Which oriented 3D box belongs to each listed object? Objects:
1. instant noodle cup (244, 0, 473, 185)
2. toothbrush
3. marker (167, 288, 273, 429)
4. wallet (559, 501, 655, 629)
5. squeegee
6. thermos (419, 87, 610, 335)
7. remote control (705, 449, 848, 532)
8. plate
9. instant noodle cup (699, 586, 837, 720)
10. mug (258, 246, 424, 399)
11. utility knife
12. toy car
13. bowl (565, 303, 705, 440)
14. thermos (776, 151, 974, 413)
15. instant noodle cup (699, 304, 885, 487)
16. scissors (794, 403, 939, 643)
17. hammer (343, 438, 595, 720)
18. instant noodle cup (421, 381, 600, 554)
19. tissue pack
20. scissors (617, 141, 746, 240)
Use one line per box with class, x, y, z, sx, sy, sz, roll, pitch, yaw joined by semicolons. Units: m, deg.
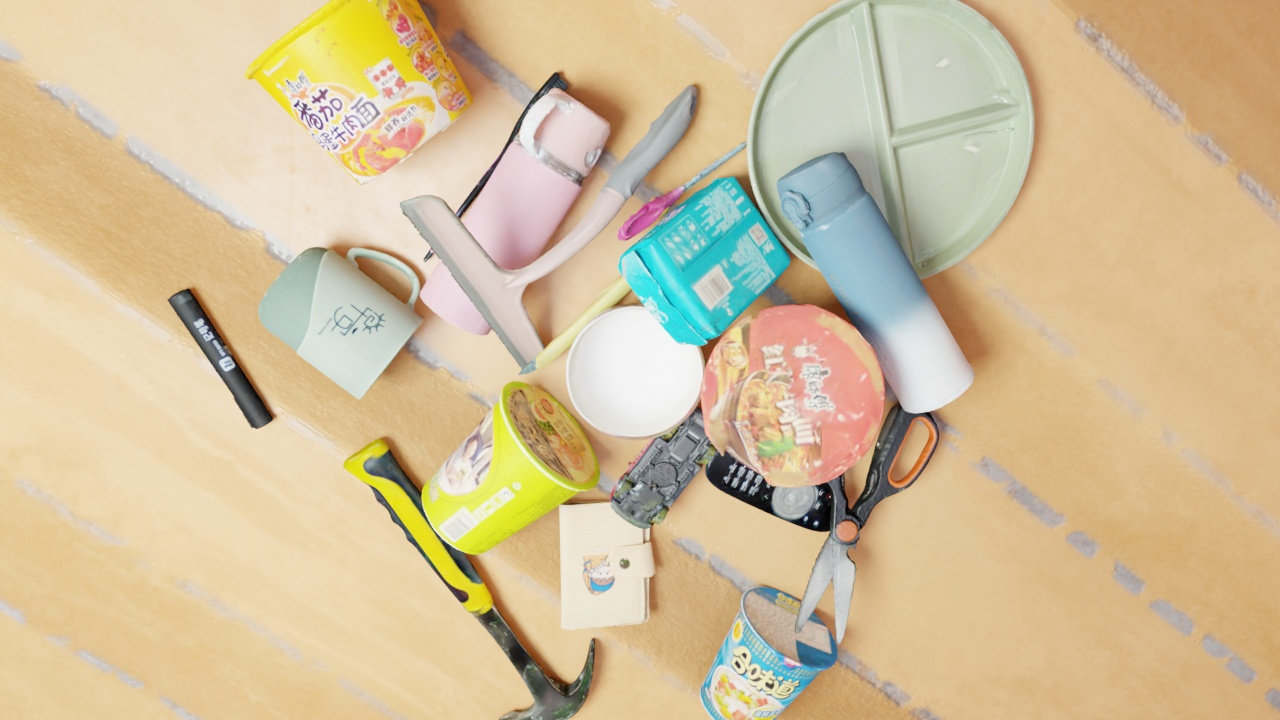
instant noodle cup;-0.197;-0.203;0.672;0.138;0.138;0.110;-34;112;8
toothbrush;-0.120;-0.153;0.745;0.018;0.014;0.189;34;103;-20
marker;-0.357;0.000;0.782;0.022;0.020;0.132;-17;109;34
wallet;-0.029;0.184;0.828;0.087;0.024;0.115;-2;93;-11
squeegee;-0.032;-0.122;0.704;0.040;0.248;0.249;38;78;28
thermos;-0.101;-0.117;0.719;0.067;0.087;0.199;39;105;16
remote control;0.120;0.110;0.818;0.136;0.024;0.053;25;100;-10
plate;0.198;-0.175;0.737;0.230;0.027;0.230;0;105;-1
instant noodle cup;0.108;0.280;0.836;0.099;0.099;0.110;26;112;-8
mug;-0.235;-0.044;0.745;0.106;0.082;0.111;39;71;-10
utility knife;-0.037;-0.040;0.763;0.166;0.031;0.018;-46;66;1
toy car;0.022;0.091;0.800;0.053;0.045;0.120;37;97;-8
bowl;-0.005;0.004;0.766;0.113;0.062;0.113;0;104;-1
thermos;0.182;-0.061;0.722;0.070;0.070;0.220;-33;105;8
instant noodle cup;0.121;0.025;0.738;0.138;0.108;0.138;0;91;7
scissors;0.172;0.127;0.805;0.190;0.021;0.229;43;91;-3
hammer;-0.154;0.207;0.838;0.126;0.032;0.323;-31;104;7
instant noodle cup;-0.116;0.098;0.774;0.124;0.111;0.111;-41;103;18
tissue pack;0.054;-0.080;0.722;0.133;0.050;0.093;-43;101;-33
scissors;0.035;-0.138;0.731;0.133;0.056;0.017;-37;87;-12
